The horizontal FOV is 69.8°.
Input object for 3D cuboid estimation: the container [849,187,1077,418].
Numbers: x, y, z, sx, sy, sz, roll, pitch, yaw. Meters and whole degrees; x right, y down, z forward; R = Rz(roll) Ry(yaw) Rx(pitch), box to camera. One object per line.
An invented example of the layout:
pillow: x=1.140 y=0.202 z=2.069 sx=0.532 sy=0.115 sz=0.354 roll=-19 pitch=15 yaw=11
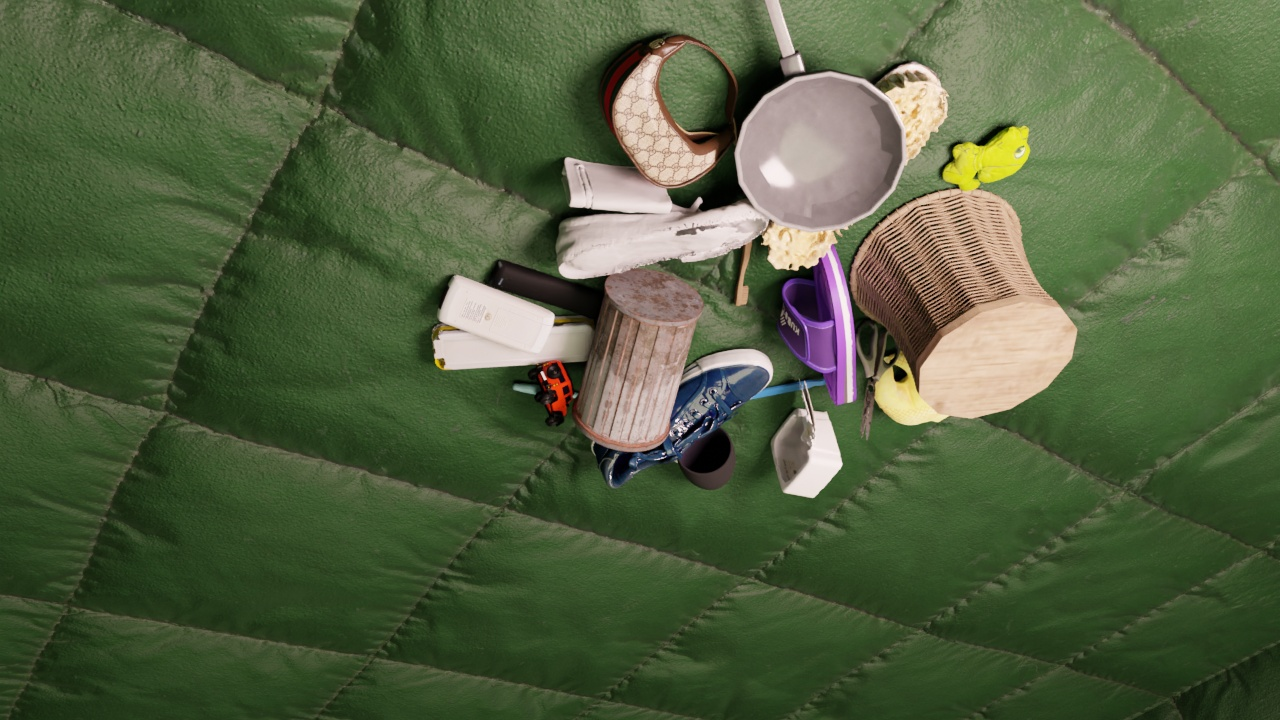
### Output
container: x=0.398 y=-0.064 z=1.134 sx=0.227 sy=0.195 sz=0.227 roll=-6 pitch=135 yaw=-6

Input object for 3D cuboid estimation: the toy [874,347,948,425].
toy: x=0.425 y=0.030 z=1.331 sx=0.170 sy=0.064 sz=0.155 roll=-30 pitch=120 yaw=9

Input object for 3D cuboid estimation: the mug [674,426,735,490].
mug: x=0.085 y=0.147 z=1.371 sx=0.119 sy=0.084 sz=0.100 roll=12 pitch=155 yaw=18

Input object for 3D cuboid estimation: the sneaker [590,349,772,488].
sneaker: x=0.060 y=0.092 z=1.273 sx=0.295 sy=0.127 sz=0.120 roll=-32 pitch=133 yaw=17

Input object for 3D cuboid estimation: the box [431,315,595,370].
box: x=-0.161 y=-0.022 z=1.178 sx=0.209 sy=0.033 sz=0.064 roll=-4 pitch=132 yaw=-9

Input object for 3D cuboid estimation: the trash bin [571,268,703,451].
trash bin: x=-0.007 y=0.007 z=1.152 sx=0.130 sy=0.130 sz=0.212 roll=5 pitch=124 yaw=-16

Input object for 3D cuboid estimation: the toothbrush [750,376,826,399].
toothbrush: x=0.218 y=0.036 z=1.329 sx=0.167 sy=0.014 sz=0.016 roll=-11 pitch=137 yaw=5

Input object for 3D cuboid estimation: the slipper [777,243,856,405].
slipper: x=0.226 y=-0.032 z=1.202 sx=0.084 sy=0.107 sz=0.267 roll=-14 pitch=140 yaw=5

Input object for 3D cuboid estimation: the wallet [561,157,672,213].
wallet: x=-0.029 y=-0.185 z=1.008 sx=0.116 sy=0.086 sz=0.032 roll=6 pitch=127 yaw=-12

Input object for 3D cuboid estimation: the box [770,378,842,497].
box: x=0.249 y=0.110 z=1.335 sx=0.083 sy=0.110 sz=0.191 roll=-2 pitch=137 yaw=-9

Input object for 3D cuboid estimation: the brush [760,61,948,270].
brush: x=0.237 y=-0.216 z=1.048 sx=0.083 sy=0.056 sz=0.272 roll=27 pitch=123 yaw=-23

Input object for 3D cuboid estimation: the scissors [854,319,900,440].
scissors: x=0.326 y=0.027 z=1.256 sx=0.131 sy=0.169 sz=0.013 roll=-14 pitch=178 yaw=-30

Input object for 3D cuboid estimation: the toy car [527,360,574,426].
toy car: x=-0.113 y=0.042 z=1.203 sx=0.048 sy=0.051 sz=0.100 roll=-22 pitch=149 yaw=-11

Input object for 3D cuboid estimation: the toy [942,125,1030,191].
toy: x=0.411 y=-0.238 z=1.081 sx=0.093 sy=0.036 sz=0.094 roll=3 pitch=139 yaw=-10

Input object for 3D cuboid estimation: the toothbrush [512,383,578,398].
toothbrush: x=-0.102 y=0.048 z=1.270 sx=0.155 sy=0.022 sz=0.016 roll=11 pitch=89 yaw=-21

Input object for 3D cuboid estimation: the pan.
pan: x=0.157 y=-0.295 z=0.934 sx=0.179 sy=0.041 sz=0.357 roll=-16 pitch=122 yaw=17

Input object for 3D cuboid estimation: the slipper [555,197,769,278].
slipper: x=0.024 y=-0.149 z=1.056 sx=0.247 sy=0.074 sz=0.112 roll=-9 pitch=176 yaw=4

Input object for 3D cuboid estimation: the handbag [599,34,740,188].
handbag: x=0.040 y=-0.261 z=0.968 sx=0.138 sy=0.063 sz=0.166 roll=-34 pitch=131 yaw=8

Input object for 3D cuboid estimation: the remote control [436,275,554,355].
remote control: x=-0.177 y=-0.054 z=1.124 sx=0.138 sy=0.025 sz=0.060 roll=21 pitch=106 yaw=-17

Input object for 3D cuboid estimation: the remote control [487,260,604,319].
remote control: x=-0.112 y=-0.085 z=1.134 sx=0.151 sy=0.020 sz=0.041 roll=17 pitch=130 yaw=-26

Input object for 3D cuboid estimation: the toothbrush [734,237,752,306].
toothbrush: x=0.132 y=-0.132 z=1.141 sx=0.016 sy=0.016 sz=0.167 roll=-5 pitch=135 yaw=-7
